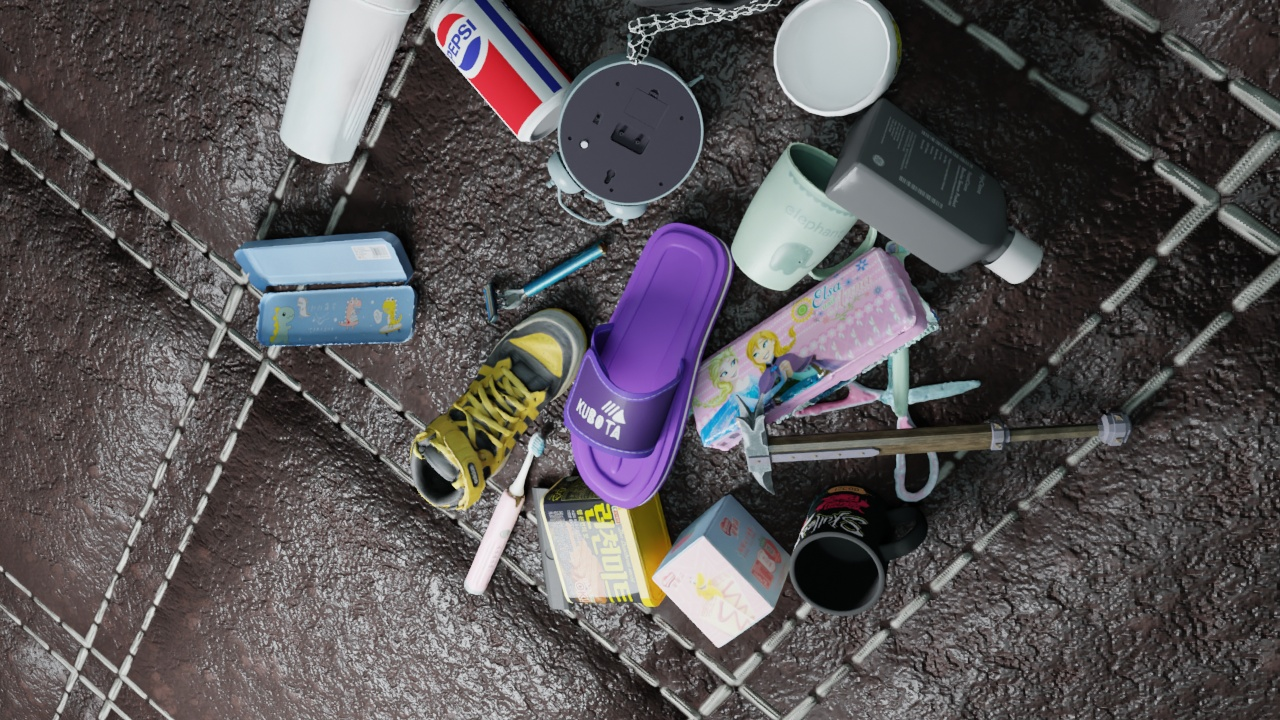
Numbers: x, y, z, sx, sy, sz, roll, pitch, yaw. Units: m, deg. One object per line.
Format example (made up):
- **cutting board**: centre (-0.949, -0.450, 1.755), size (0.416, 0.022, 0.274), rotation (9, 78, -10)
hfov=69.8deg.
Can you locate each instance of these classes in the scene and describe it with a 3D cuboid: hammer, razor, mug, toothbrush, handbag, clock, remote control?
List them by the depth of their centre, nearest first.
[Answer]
- **handbag**: centre (0.059, -0.286, 0.698), size (0.125, 0.153, 0.115), rotation (3, 105, 15)
- **mug**: centre (0.154, -0.251, 0.718), size (0.094, 0.067, 0.116), rotation (-4, 106, 22)
- **mug**: centre (0.142, -0.110, 0.772), size (0.111, 0.084, 0.104), rotation (21, 127, -18)
- **hammer**: centre (0.247, 0.070, 0.785), size (0.317, 0.028, 0.147), rotation (-4, 142, 11)
- **toothbrush**: centre (0.224, -0.026, 0.791), size (0.022, 0.015, 0.155), rotation (3, 104, 32)
- **clock**: centre (-0.016, -0.189, 0.792), size (0.122, 0.045, 0.160), rotation (24, 117, -18)
- **mug**: centre (0.200, 0.163, 0.825), size (0.118, 0.098, 0.082), rotation (-23, 98, 26)
- **razor**: centre (-0.093, -0.081, 0.900), size (0.144, 0.022, 0.042), rotation (-24, 62, 22)
- **remote control**: centre (-0.095, 0.203, 0.999), size (0.033, 0.015, 0.147), rotation (1, 108, 21)
- **toothbrush**: centre (-0.147, 0.168, 1.000), size (0.026, 0.027, 0.223), rotation (45, 122, 35)

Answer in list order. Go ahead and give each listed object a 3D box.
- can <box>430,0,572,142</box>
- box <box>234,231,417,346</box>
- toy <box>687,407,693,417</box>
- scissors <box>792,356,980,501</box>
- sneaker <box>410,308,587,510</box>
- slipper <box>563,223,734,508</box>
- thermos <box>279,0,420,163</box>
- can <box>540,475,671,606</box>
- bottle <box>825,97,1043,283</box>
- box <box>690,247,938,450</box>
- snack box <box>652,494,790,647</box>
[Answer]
- **can**: centre (-0.120, -0.265, 0.818), size (0.070, 0.070, 0.132), rotation (-41, 90, 27)
- **box**: centre (-0.334, -0.076, 0.985), size (0.210, 0.043, 0.125), rotation (-1, 109, 22)
- **toy**: centre (0.003, 0.016, 0.889), size (0.085, 0.033, 0.105), rotation (-20, 96, 20)
- **scissors**: centre (0.221, 0.051, 0.828), size (0.171, 0.013, 0.177), rotation (-12, 101, 21)
- **sneaker**: centre (-0.149, 0.053, 0.910), size (0.086, 0.121, 0.239), rotation (38, 118, 4)
- **slipper**: centre (-0.005, 0.005, 0.819), size (0.107, 0.084, 0.267), rotation (25, 100, 22)
- **thermos**: centre (-0.275, -0.297, 0.858), size (0.099, 0.099, 0.221), rotation (36, 120, 6)
- **can**: centre (-0.033, 0.181, 0.937), size (0.101, 0.072, 0.131), rotation (-7, 105, 26)
- **bottle**: centre (0.235, -0.120, 0.714), size (0.174, 0.083, 0.046), rotation (32, 146, -9)
- **box**: centre (0.147, -0.003, 0.810), size (0.231, 0.070, 0.084), rotation (-35, 55, 32)
- **snack box**: centre (0.080, 0.202, 0.887), size (0.095, 0.092, 0.080), rotation (46, 117, 1)
